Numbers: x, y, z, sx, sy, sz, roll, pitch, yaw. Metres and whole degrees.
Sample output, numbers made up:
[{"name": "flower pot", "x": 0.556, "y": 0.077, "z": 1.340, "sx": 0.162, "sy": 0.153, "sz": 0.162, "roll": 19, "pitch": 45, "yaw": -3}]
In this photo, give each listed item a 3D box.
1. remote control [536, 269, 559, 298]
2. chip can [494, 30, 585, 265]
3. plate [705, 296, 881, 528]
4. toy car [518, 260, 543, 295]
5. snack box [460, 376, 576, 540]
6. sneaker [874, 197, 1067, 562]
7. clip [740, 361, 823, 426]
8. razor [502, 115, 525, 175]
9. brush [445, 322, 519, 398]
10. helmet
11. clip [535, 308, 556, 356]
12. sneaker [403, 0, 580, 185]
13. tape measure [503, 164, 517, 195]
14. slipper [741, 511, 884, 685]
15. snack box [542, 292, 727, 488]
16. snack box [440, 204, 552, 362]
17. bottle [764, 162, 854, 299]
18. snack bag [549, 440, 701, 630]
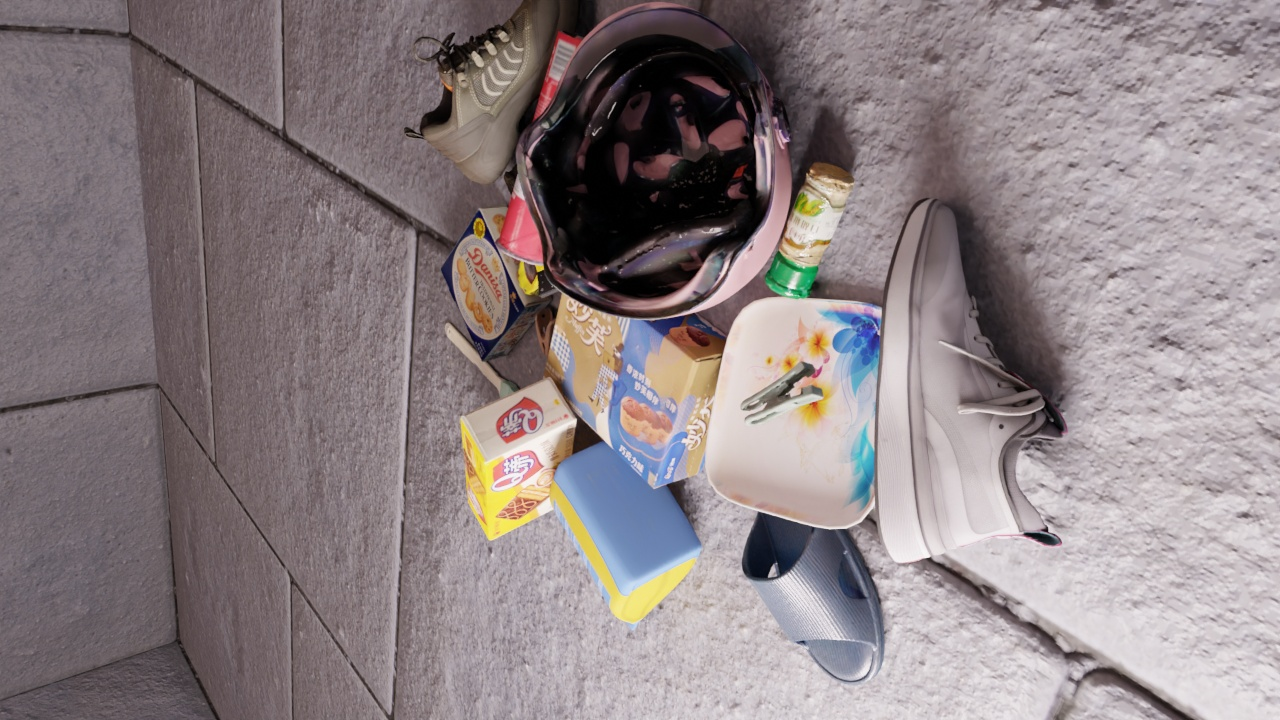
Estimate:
[{"name": "remote control", "x": -0.044, "y": -0.100, "z": 0.916, "sx": 0.140, "sy": 0.009, "sz": 0.030, "roll": -21, "pitch": 60, "yaw": 22}, {"name": "chip can", "x": -0.085, "y": -0.218, "z": 0.948, "sx": 0.073, "sy": 0.073, "sz": 0.233, "roll": 39, "pitch": 118, "yaw": 37}, {"name": "plate", "x": 0.138, "y": 0.040, "z": 0.780, "sx": 0.187, "sy": 0.016, "sz": 0.187, "roll": 9, "pitch": 86, "yaw": 47}, {"name": "toy car", "x": -0.103, "y": -0.111, "z": 1.042, "sx": 0.107, "sy": 0.030, "sz": 0.049, "roll": -31, "pitch": 70, "yaw": 34}, {"name": "snack box", "x": -0.141, "y": 0.118, "z": 1.049, "sx": 0.061, "sy": 0.109, "sz": 0.231, "roll": 56, "pitch": 157, "yaw": 23}, {"name": "sneaker", "x": 0.232, "y": 0.012, "z": 0.651, "sx": 0.129, "sy": 0.096, "sz": 0.263, "roll": 0, "pitch": 85, "yaw": 14}, {"name": "clip", "x": 0.119, "y": 0.038, "z": 0.770, "sx": 0.078, "sy": 0.023, "sz": 0.049, "roll": -44, "pitch": 51, "yaw": 27}, {"name": "razor", "x": -0.157, "y": -0.261, "z": 1.067, "sx": 0.057, "sy": 0.060, "sz": 0.156, "roll": 1, "pitch": 121, "yaw": 62}, {"name": "brush", "x": -0.212, "y": 0.009, "z": 1.238, "sx": 0.217, "sy": 0.012, "sz": 0.033, "roll": 41, "pitch": 130, "yaw": 38}, {"name": "helmet", "x": 0.028, "y": -0.161, "z": 0.782, "sx": 0.231, "sy": 0.152, "sz": 0.255, "roll": -14, "pitch": 84, "yaw": 30}, {"name": "clip", "x": -0.104, "y": -0.030, "z": 1.089, "sx": 0.040, "sy": 0.024, "sz": 0.060, "roll": 20, "pitch": 125, "yaw": 49}, {"name": "sneaker", "x": -0.171, "y": -0.316, "z": 0.961, "sx": 0.238, "sy": 0.142, "sz": 0.101, "roll": -58, "pitch": 32, "yaw": 18}, {"name": "tape measure", "x": -0.114, "y": -0.196, "z": 1.021, "sx": 0.037, "sy": 0.064, "sz": 0.066, "roll": 42, "pitch": 163, "yaw": 45}, {"name": "slipper", "x": 0.128, "y": 0.167, "z": 0.819, "sx": 0.101, "sy": 0.082, "sz": 0.263, "roll": -29, "pitch": 76, "yaw": 51}, {"name": "snack box", "x": -0.006, "y": 0.006, "z": 0.943, "sx": 0.203, "sy": 0.069, "sz": 0.155, "roll": 41, "pitch": 128, "yaw": 36}, {"name": "snack box", "x": -0.184, "y": -0.096, "z": 1.150, "sx": 0.145, "sy": 0.042, "sz": 0.144, "roll": -44, "pitch": 67, "yaw": 47}, {"name": "bottle", "x": 0.140, "y": -0.106, "z": 0.760, "sx": 0.043, "sy": 0.043, "sz": 0.111, "roll": 43, "pitch": 129, "yaw": 35}, {"name": "snack bag", "x": -0.028, "y": 0.200, "z": 1.013, "sx": 0.159, "sy": 0.102, "sz": 0.206, "roll": 56, "pitch": 153, "yaw": 23}]
